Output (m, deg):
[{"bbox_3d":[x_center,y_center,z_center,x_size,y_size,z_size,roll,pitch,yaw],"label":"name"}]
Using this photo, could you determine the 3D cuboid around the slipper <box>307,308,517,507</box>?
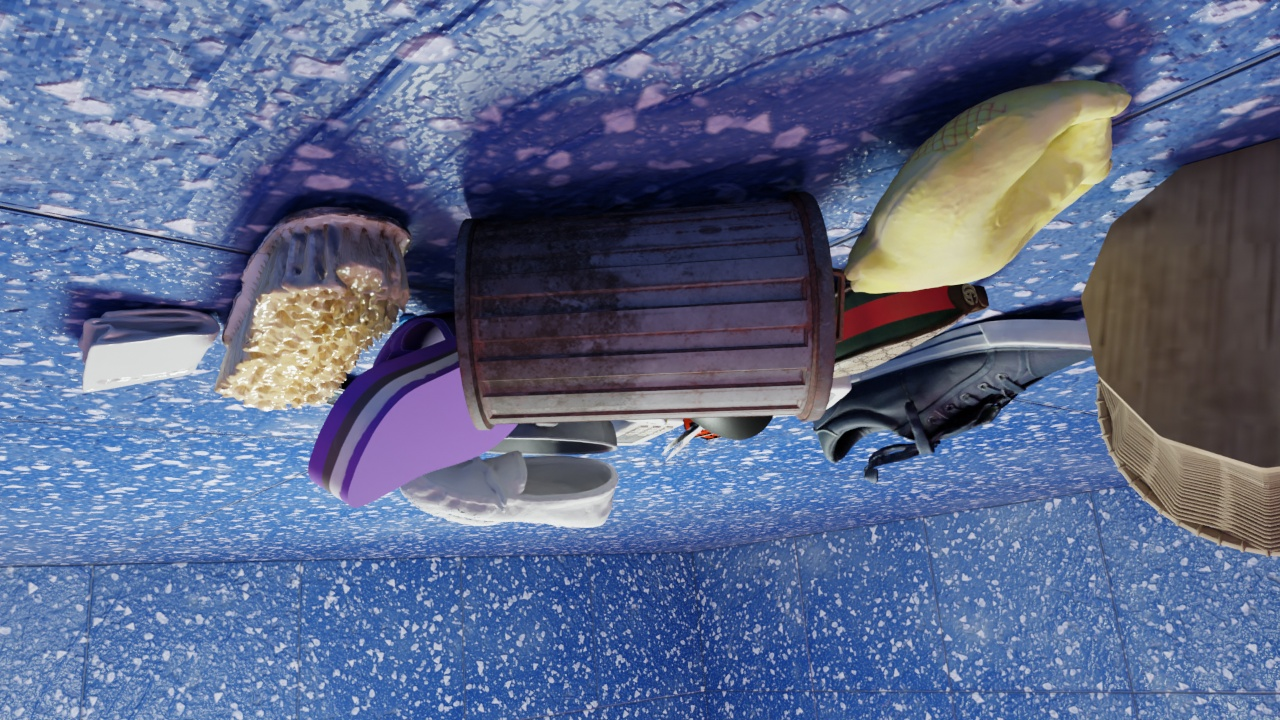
[{"bbox_3d":[-0.150,0.014,0.620,0.084,0.107,0.266,30,-165,9],"label":"slipper"}]

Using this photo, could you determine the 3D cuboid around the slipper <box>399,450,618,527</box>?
[{"bbox_3d":[-0.134,0.132,0.977,0.246,0.075,0.112,9,-163,-28],"label":"slipper"}]

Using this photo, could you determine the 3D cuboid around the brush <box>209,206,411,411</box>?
[{"bbox_3d":[-0.219,-0.025,0.594,0.083,0.056,0.272,6,161,-31],"label":"brush"}]

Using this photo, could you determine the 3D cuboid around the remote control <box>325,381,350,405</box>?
[{"bbox_3d":[-0.268,0.030,0.844,0.041,0.020,0.152,-10,162,21],"label":"remote control"}]

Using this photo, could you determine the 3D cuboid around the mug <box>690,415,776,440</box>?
[{"bbox_3d":[0.083,0.020,0.722,0.119,0.084,0.100,7,152,29],"label":"mug"}]

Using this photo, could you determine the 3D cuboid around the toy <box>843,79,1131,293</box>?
[{"bbox_3d":[0.177,-0.084,0.485,0.155,0.064,0.170,-29,161,15],"label":"toy"}]

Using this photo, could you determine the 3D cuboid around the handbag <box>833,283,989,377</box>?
[{"bbox_3d":[0.190,-0.025,0.719,0.138,0.063,0.167,-8,167,-24],"label":"handbag"}]

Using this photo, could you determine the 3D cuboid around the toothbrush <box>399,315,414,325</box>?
[{"bbox_3d":[-0.190,-0.003,0.757,0.016,0.014,0.167,-1,163,-13],"label":"toothbrush"}]

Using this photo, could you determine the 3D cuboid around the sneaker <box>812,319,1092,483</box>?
[{"bbox_3d":[0.288,0.043,0.864,0.295,0.127,0.120,-21,159,39],"label":"sneaker"}]

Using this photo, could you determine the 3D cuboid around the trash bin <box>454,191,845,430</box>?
[{"bbox_3d":[0.011,-0.026,0.527,0.211,0.130,0.131,-3,164,0],"label":"trash bin"}]

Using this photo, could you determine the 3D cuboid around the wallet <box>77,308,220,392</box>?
[{"bbox_3d":[-0.356,-0.011,0.661,0.086,0.032,0.116,-6,166,-39],"label":"wallet"}]

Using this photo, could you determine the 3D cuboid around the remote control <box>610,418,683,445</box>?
[{"bbox_3d":[-0.003,0.076,1.071,0.060,0.025,0.139,4,162,-27],"label":"remote control"}]

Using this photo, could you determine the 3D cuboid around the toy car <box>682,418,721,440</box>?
[{"bbox_3d":[0.091,0.054,0.978,0.100,0.048,0.051,-16,161,35],"label":"toy car"}]

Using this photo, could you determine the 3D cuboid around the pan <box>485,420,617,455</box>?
[{"bbox_3d":[-0.091,0.055,0.881,0.178,0.041,0.358,3,169,-13],"label":"pan"}]

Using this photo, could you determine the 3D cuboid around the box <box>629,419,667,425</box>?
[{"bbox_3d":[-0.008,0.034,0.870,0.064,0.033,0.209,7,169,8],"label":"box"}]

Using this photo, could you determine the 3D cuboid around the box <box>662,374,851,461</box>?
[{"bbox_3d":[0.098,0.027,0.838,0.190,0.083,0.111,-19,165,-10],"label":"box"}]

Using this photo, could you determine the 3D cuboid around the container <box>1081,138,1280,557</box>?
[{"bbox_3d":[0.393,-0.006,0.568,0.227,0.226,0.196,-14,155,31],"label":"container"}]
